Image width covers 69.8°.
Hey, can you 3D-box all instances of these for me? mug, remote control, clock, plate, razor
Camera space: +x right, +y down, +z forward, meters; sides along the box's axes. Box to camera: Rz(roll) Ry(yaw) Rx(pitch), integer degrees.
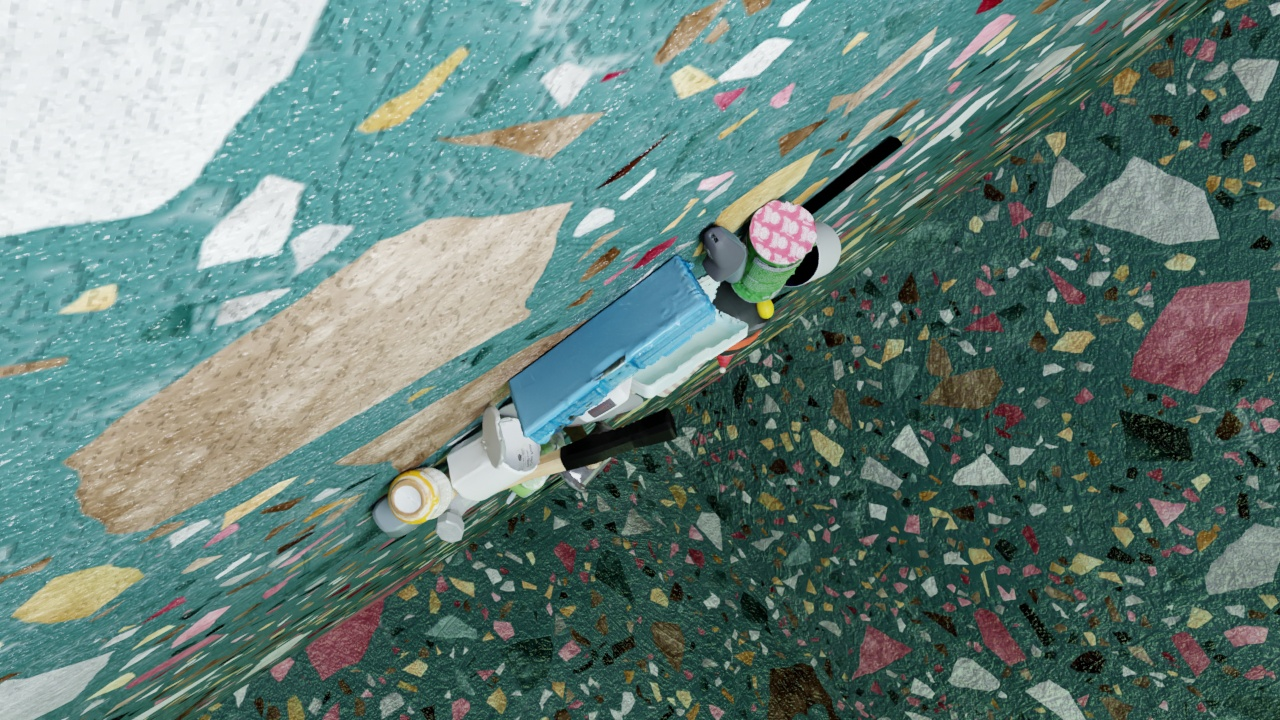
[{"bbox_3d":[0.202,-0.142,1.237,0.112,0.078,0.096,-6,-171,30],"label":"mug"},{"bbox_3d":[-0.035,0.014,1.005,0.060,0.025,0.138,-31,-156,22],"label":"remote control"},{"bbox_3d":[-0.150,0.146,1.272,0.120,0.042,0.094,-31,-158,47],"label":"clock"},{"bbox_3d":[-0.085,0.063,1.122,0.178,0.012,0.178,-6,167,-2],"label":"plate"},{"bbox_3d":[0.255,-0.224,1.132,0.150,0.013,0.034,-37,173,28],"label":"remote control"},{"bbox_3d":[0.085,-0.113,0.960,0.052,0.047,0.143,-37,169,7],"label":"razor"}]

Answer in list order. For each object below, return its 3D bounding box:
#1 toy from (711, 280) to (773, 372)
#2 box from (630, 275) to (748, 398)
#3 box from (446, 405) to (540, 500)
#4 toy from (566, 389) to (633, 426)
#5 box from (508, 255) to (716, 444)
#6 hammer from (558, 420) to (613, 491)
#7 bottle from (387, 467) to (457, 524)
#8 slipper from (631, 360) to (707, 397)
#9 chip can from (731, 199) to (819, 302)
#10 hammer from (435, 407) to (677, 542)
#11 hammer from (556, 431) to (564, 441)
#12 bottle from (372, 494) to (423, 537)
[{"bbox_3d":[0.122,-0.053,1.283,0.099,0.097,0.119,-23,147,-17],"label":"toy"},{"bbox_3d":[0.045,-0.046,1.135,0.198,0.086,0.096,-31,132,-39],"label":"box"},{"bbox_3d":[-0.173,0.109,1.079,0.160,0.084,0.118,-30,150,34],"label":"box"},{"bbox_3d":[-0.008,0.007,1.273,0.264,0.065,0.196,-35,179,-15],"label":"toy"},{"bbox_3d":[-0.036,-0.025,0.966,0.232,0.066,0.172,-37,-159,10],"label":"box"},{"bbox_3d":[-0.092,0.118,1.395,0.098,0.052,0.328,-47,-168,-3],"label":"hammer"},{"bbox_3d":[-0.257,0.160,1.106,0.063,0.063,0.108,-36,172,9],"label":"bottle"},{"bbox_3d":[0.027,0.020,1.404,0.263,0.052,0.115,-28,-163,6],"label":"slipper"},{"bbox_3d":[0.152,-0.123,1.087,0.075,0.075,0.223,-34,175,-4],"label":"chip can"},{"bbox_3d":[-0.112,0.131,1.179,0.328,0.039,0.131,-19,-144,10],"label":"hammer"},{"bbox_3d":[-0.188,0.133,1.393,0.156,0.043,0.323,-34,171,-10],"label":"hammer"},{"bbox_3d":[-0.313,0.203,1.218,0.072,0.046,0.161,-33,173,-17],"label":"bottle"}]
